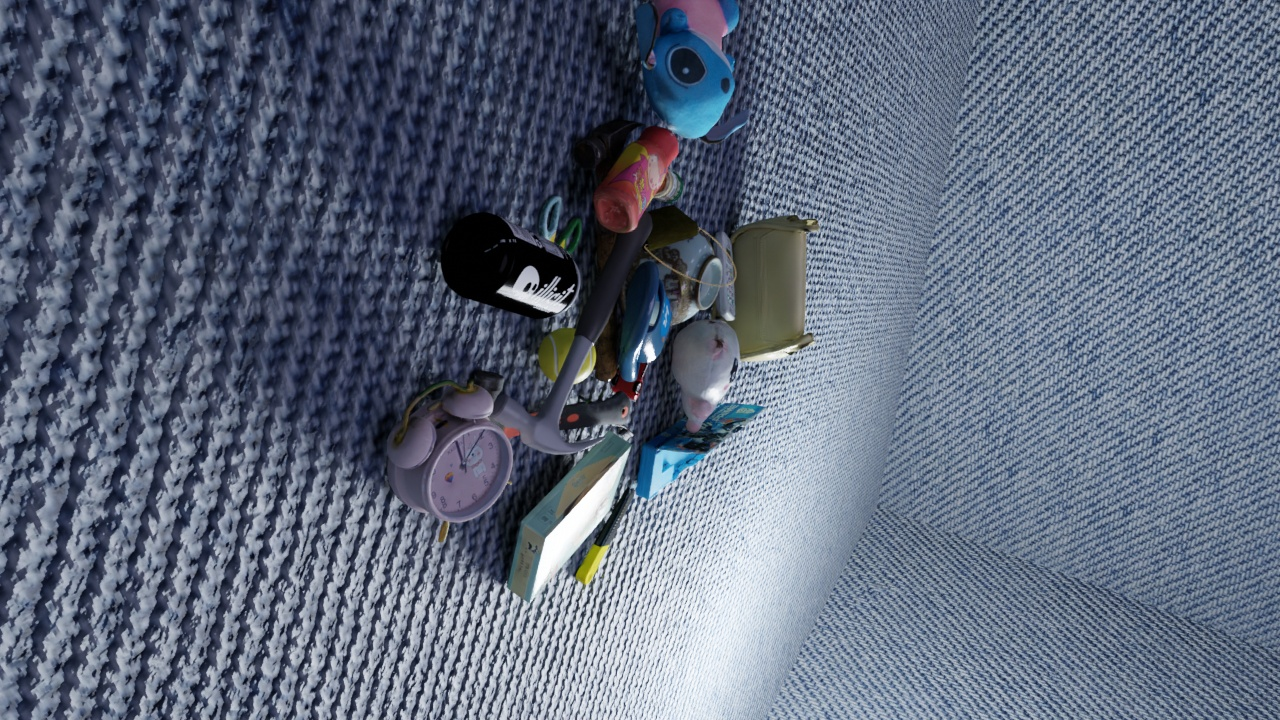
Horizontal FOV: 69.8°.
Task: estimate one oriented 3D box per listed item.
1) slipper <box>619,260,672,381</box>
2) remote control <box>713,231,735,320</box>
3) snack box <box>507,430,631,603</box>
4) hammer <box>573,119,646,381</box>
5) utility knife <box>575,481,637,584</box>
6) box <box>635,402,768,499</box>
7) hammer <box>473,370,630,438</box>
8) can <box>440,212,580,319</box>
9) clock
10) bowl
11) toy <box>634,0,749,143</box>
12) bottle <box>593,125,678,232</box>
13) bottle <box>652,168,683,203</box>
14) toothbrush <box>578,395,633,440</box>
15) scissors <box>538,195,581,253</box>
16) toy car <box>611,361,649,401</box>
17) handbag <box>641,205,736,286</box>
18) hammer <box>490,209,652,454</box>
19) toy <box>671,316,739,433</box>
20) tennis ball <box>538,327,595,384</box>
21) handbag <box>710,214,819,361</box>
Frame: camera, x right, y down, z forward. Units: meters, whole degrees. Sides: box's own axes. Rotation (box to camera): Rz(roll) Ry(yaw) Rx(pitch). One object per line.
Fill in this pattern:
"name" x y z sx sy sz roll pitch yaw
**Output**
"slipper" 0.006 -0.037 1.128 0.214 0.059 0.103 102 -2 -62
"remote control" 0.126 -0.128 1.398 0.050 0.022 0.133 32 54 -65
"snack box" -0.090 0.195 1.162 0.193 0.044 0.142 -45 160 -45
"hammer" -0.035 -0.122 1.105 0.119 0.033 0.331 -44 145 -47
"utility knife" -0.046 0.250 1.356 0.173 0.020 0.029 -59 154 -23
"box" 0.102 0.140 1.474 0.242 0.114 0.114 -27 131 -57
"hammer" -0.099 0.070 1.091 0.332 0.033 0.133 -5 111 -61
"can" -0.122 -0.087 0.883 0.146 0.080 0.080 16 93 -66
"clock" -0.183 0.085 0.878 0.116 0.059 0.158 -37 134 -32
"bowl" 0.051 -0.113 1.213 0.159 0.094 0.160 -43 143 -45
"toy" 0.049 -0.349 1.018 0.224 0.099 0.191 28 62 -52
"bottle" -0.003 -0.205 1.014 0.071 0.048 0.133 79 33 -49
"bottle" 0.025 -0.214 1.118 0.109 0.043 0.043 -33 138 -77
"toothbrush" -0.047 0.079 1.242 0.017 0.014 0.188 -46 152 0
"scissors" -0.101 -0.119 0.988 0.130 0.012 0.112 -59 152 -29
"toy car" -0.007 0.007 1.242 0.089 0.038 0.025 -68 158 -7
"handbag" 0.056 -0.131 1.097 0.084 0.178 0.027 -21 132 -22
"hammer" -0.051 -0.039 1.008 0.125 0.030 0.310 37 64 -30
"toy" 0.095 0.024 1.391 0.138 0.101 0.180 -80 177 -65
"tennis ball" -0.083 -0.005 1.040 0.065 0.065 0.065 -44 144 -45
"handbag" 0.202 -0.112 1.448 0.088 0.191 0.233 -10 104 -46
